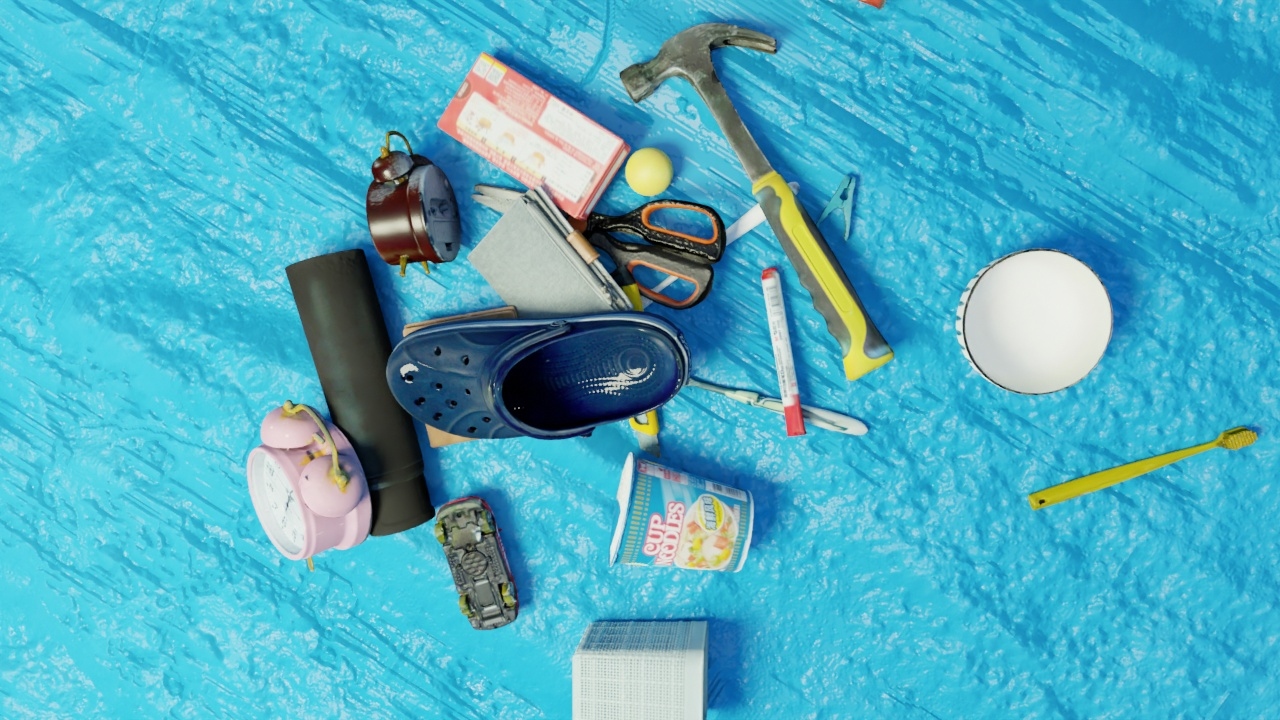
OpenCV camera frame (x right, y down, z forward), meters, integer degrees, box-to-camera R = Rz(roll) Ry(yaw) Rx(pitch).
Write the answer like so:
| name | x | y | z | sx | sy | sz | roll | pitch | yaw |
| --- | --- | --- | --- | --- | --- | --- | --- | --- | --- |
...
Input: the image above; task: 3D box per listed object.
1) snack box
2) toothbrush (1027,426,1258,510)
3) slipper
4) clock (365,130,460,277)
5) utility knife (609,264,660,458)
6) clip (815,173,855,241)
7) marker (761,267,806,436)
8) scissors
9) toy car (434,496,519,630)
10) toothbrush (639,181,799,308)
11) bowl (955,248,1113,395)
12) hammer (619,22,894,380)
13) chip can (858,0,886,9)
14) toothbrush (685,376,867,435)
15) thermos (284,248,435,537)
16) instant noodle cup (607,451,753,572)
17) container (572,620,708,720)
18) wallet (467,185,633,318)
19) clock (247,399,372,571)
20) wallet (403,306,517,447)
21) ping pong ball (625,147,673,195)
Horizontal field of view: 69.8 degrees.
| name | x | y | z | sx | sy | sz | roll | pitch | yaw |
| --- | --- | --- | --- | --- | --- | --- | --- | --- | --- |
| snack box | -0.091 | -0.189 | 0.773 | 0.153 | 0.025 | 0.075 | 34 | 97 | 12 |
| toothbrush | 0.426 | 0.092 | 0.780 | 0.190 | 0.016 | 0.015 | -19 | 93 | 5 |
| slipper | -0.085 | 0.021 | 0.732 | 0.253 | 0.095 | 0.105 | -6 | 110 | 12 |
| clock | -0.192 | -0.133 | 0.772 | 0.055 | 0.082 | 0.122 | -7 | 97 | 11 |
| utility knife | -0.005 | 0.005 | 0.789 | 0.033 | 0.015 | 0.177 | -3 | 108 | 26 |
| clip | 0.170 | -0.131 | 0.780 | 0.034 | 0.013 | 0.055 | 15 | 95 | 2 |
| marker | 0.122 | -0.007 | 0.784 | 0.017 | 0.017 | 0.145 | -9 | 86 | 5 |
| scissors | -0.035 | -0.127 | 0.783 | 0.235 | 0.021 | 0.139 | 39 | 103 | 6 |
| toy car | -0.143 | 0.178 | 0.813 | 0.053 | 0.045 | 0.120 | -15 | 99 | 3 |
| toothbrush | 0.062 | -0.097 | 0.789 | 0.180 | 0.016 | 0.016 | -36 | 91 | 6 |
| bowl | 0.314 | -0.033 | 0.752 | 0.116 | 0.066 | 0.116 | 0 | 96 | 4 |
| hammer | 0.116 | -0.135 | 0.762 | 0.126 | 0.032 | 0.323 | -31 | 87 | 5 |
| chip can | 0.106 | -0.351 | 0.736 | 0.216 | 0.073 | 0.073 | 21 | 96 | 1 |
| toothbrush | 0.105 | 0.036 | 0.797 | 0.191 | 0.018 | 0.016 | 15 | 95 | 3 |
| thermos | -0.250 | 0.031 | 0.800 | 0.090 | 0.068 | 0.242 | -12 | 95 | 27 |
| instant noodle cup | 0.035 | 0.135 | 0.778 | 0.110 | 0.099 | 0.099 | 11 | 96 | -4 |
| container | 0.001 | 0.277 | 0.791 | 0.111 | 0.090 | 0.090 | 1 | 95 | 6 |
| wallet | -0.074 | -0.070 | 0.777 | 0.129 | 0.036 | 0.107 | 50 | 129 | -1 |
| clock | -0.277 | 0.100 | 0.768 | 0.117 | 0.059 | 0.159 | 49 | 133 | 21 |
| wallet | -0.147 | 0.016 | 0.802 | 0.101 | 0.020 | 0.115 | -10 | 107 | 4 |
| ping pong ball | 0.007 | -0.159 | 0.775 | 0.040 | 0.040 | 0.040 | 0 | 95 | 4 |
